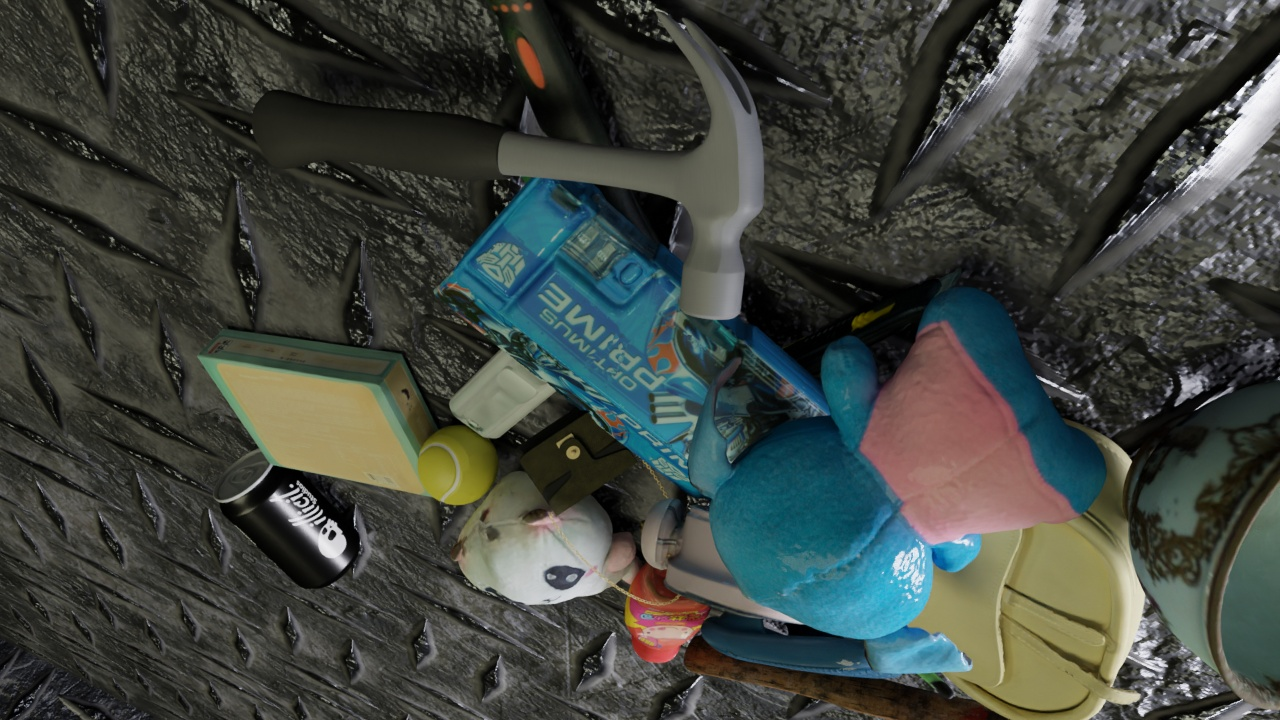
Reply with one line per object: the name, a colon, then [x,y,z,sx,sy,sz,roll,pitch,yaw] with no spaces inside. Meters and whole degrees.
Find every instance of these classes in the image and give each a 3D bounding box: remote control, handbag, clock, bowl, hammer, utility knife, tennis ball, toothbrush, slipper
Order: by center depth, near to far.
bowl: [0.300,0.074,0.448,0.160,0.160,0.094,53,175,-28]
hammer: [-0.057,-0.170,0.449,0.133,0.033,0.333,-2,131,29]
hammer: [-0.084,-0.109,0.458,0.311,0.029,0.125,13,108,27]
utility knife: [0.112,-0.010,0.533,0.020,0.028,0.175,38,138,-20]
handbag: [0.224,0.130,0.574,0.191,0.088,0.233,20,140,15]
clock: [0.066,0.134,0.636,0.116,0.058,0.158,15,174,-40]
toothbrush: [0.144,0.169,0.651,0.188,0.014,0.017,39,139,37]
remote control: [-0.102,0.023,0.691,0.050,0.022,0.134,39,139,-12]
handbag: [-0.017,0.119,0.693,0.178,0.084,0.027,59,174,-21]
slipper: [0.122,0.214,0.724,0.103,0.059,0.214,14,164,-23]
tennis ball: [-0.149,0.085,0.751,0.065,0.065,0.065,16,139,14]
hammer: [0.173,0.281,0.762,0.331,0.119,0.033,-1,133,39]

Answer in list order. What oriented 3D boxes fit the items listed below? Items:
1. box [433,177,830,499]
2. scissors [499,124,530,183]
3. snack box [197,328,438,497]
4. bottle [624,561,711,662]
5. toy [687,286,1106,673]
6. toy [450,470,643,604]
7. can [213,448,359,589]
box: [-0.008,0.012,0.551,0.243,0.059,0.176,39,139,-15]
scissors: [-0.054,-0.088,0.554,0.123,0.011,0.127,-16,124,37]
snack box: [-0.269,0.047,0.794,0.194,0.044,0.142,8,136,23]
bottle: [0.022,0.222,0.811,0.071,0.048,0.134,2,141,-7]
toy: [0.135,0.073,0.471,0.192,0.098,0.224,-37,98,19]
toy: [-0.069,0.159,0.773,0.139,0.101,0.179,-26,138,30]
can: [-0.360,0.164,0.943,0.080,0.080,0.146,-6,130,34]
